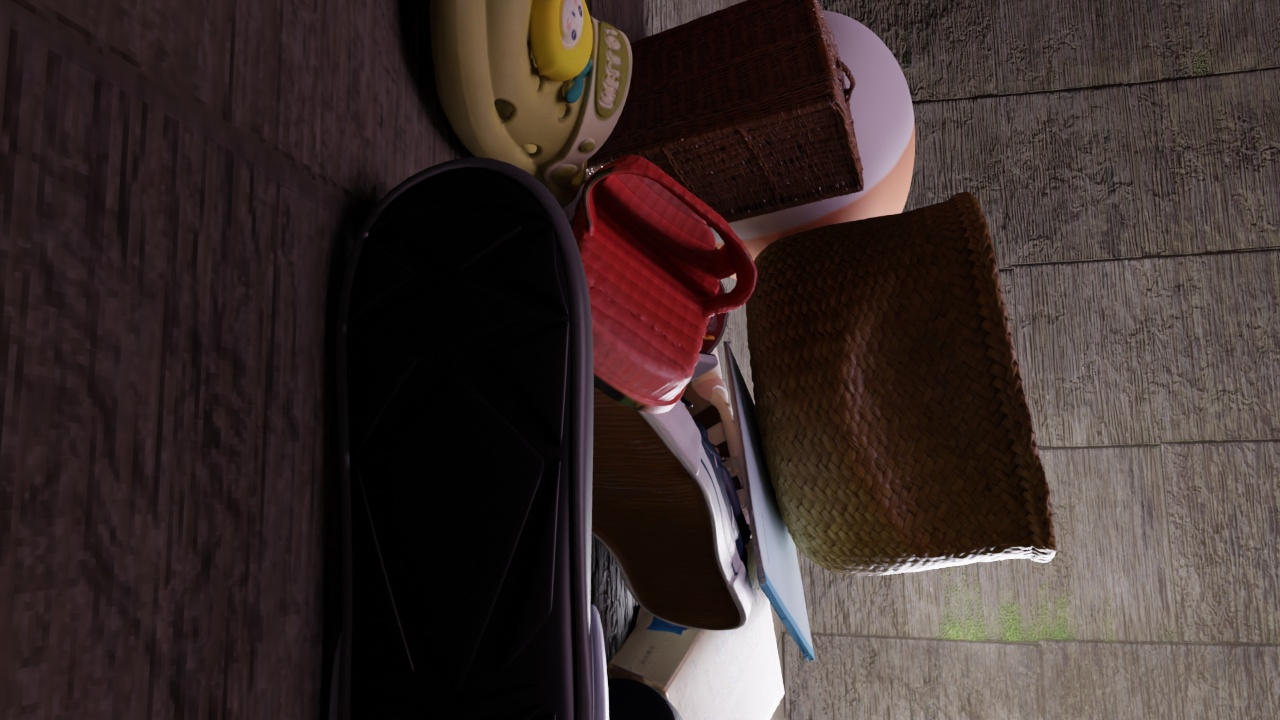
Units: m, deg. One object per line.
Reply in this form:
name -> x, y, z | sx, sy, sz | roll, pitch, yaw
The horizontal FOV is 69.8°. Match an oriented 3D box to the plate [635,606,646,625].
plate -> 0.016, 0.260, 0.792 | 0.104, 0.026, 0.104 | -2, 89, -78

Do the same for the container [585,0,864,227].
container -> 0.060, -0.180, 0.686 | 0.114, 0.199, 0.112 | 43, 40, -57

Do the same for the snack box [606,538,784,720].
snack box -> 0.054, 0.263, 0.754 | 0.152, 0.055, 0.208 | -47, 137, -39

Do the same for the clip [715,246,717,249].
clip -> 0.012, -0.007, 0.754 | 0.168, 0.031, 0.164 | -62, 173, -15

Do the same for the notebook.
notebook -> 0.103, 0.121, 0.719 | 0.253, 0.009, 0.180 | 59, 22, -58

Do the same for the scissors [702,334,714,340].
scissors -> -0.010, -0.015, 0.573 | 0.131, 0.125, 0.011 | 157, -67, -62

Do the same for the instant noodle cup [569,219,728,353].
instant noodle cup -> -0.002, -0.052, 0.629 | 0.112, 0.100, 0.100 | 49, 40, -60

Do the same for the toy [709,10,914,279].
toy -> 0.138, -0.196, 0.907 | 0.281, 0.266, 0.262 | 61, 32, -33

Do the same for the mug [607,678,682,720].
mug -> 0.007, 0.246, 0.524 | 0.085, 0.122, 0.095 | -49, 143, -30

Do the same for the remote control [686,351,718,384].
remote control -> -0.003, 0.003, 0.586 | 0.146, 0.045, 0.008 | 8, 56, -54

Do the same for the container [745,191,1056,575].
container -> 0.202, 0.026, 0.761 | 0.306, 0.197, 0.307 | -10, 90, -75

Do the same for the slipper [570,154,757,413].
slipper -> 0.012, -0.060, 0.479 | 0.059, 0.103, 0.248 | -50, -167, 26

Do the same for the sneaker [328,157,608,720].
sneaker -> -0.056, 0.060, 0.376 | 0.160, 0.093, 0.256 | 70, 18, -80

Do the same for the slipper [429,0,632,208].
slipper -> -0.044, -0.135, 0.462 | 0.190, 0.082, 0.091 | 55, 36, -73

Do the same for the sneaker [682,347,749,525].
sneaker -> 0.073, 0.085, 0.880 | 0.112, 0.116, 0.293 | 69, 22, -56

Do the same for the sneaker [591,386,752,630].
sneaker -> 0.005, 0.051, 0.555 | 0.295, 0.121, 0.127 | 60, 35, -48
